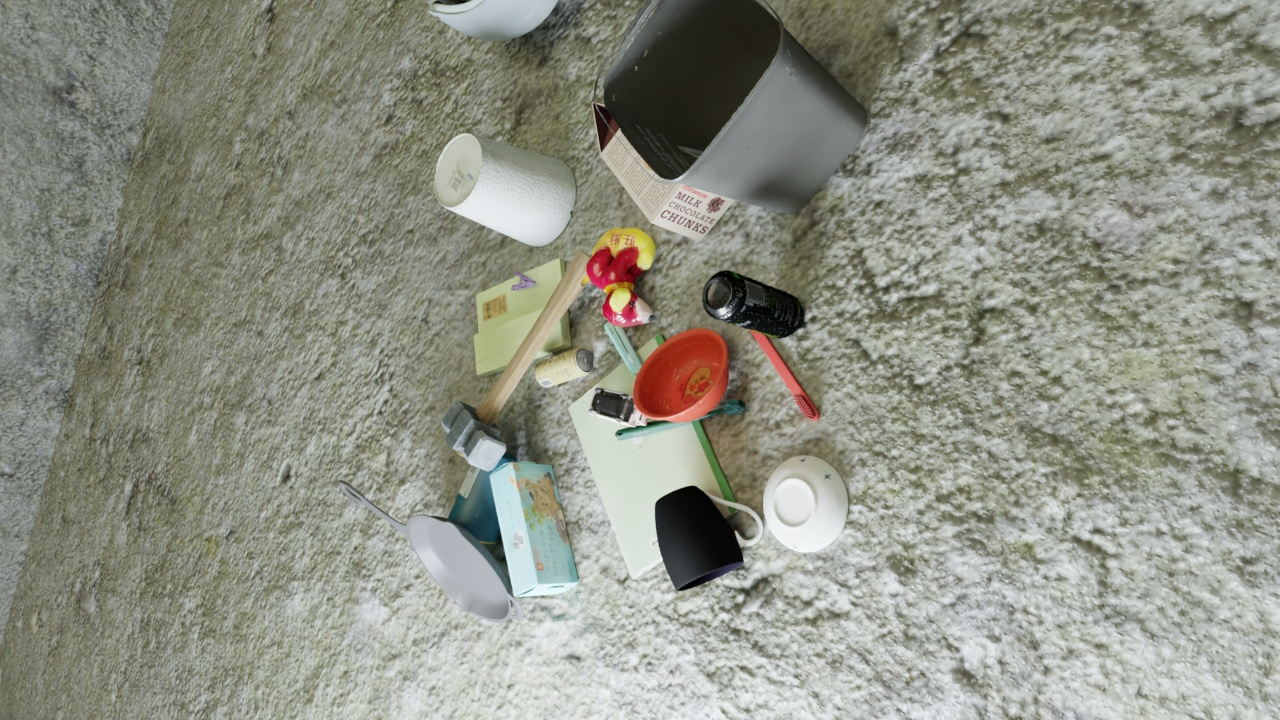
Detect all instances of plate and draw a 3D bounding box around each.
[{"bbox_3d":[0.171,0.153,0.987,0.104,0.026,0.104,-10,75,40],"label":"plate"}]

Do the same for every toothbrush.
[{"bbox_3d":[0.044,0.073,1.108,0.190,0.017,0.016,-17,70,36],"label":"toothbrush"},{"bbox_3d":[0.143,-0.015,1.048,0.012,0.017,0.212,-46,55,25],"label":"toothbrush"}]

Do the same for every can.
[{"bbox_3d":[0.124,-0.059,0.993,0.054,0.137,0.054,-10,75,40],"label":"can"},{"bbox_3d":[-0.104,0.010,1.248,0.080,0.038,0.038,-18,70,38],"label":"can"}]

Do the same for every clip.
[{"bbox_3d":[-0.170,-0.118,1.327,0.050,0.014,0.046,-27,55,37],"label":"clip"}]

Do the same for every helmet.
[{"bbox_3d":[-0.205,-0.596,1.370,0.237,0.163,0.263,-36,53,26],"label":"helmet"}]

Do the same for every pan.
[{"bbox_3d":[-0.296,0.256,1.294,0.355,0.024,0.217,28,139,22],"label":"pan"}]

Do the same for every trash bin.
[{"bbox_3d":[-0.194,-0.244,1.292,0.134,0.161,0.133,-9,76,40],"label":"trash bin"},{"bbox_3d":[0.110,-0.277,0.991,0.198,0.219,0.197,-50,54,23],"label":"trash bin"}]

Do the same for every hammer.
[{"bbox_3d":[-0.157,-0.007,1.248,0.323,0.051,0.117,-56,39,4],"label":"hammer"}]

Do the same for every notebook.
[{"bbox_3d":[0.008,0.118,1.149,0.182,0.010,0.252,-40,59,29],"label":"notebook"}]

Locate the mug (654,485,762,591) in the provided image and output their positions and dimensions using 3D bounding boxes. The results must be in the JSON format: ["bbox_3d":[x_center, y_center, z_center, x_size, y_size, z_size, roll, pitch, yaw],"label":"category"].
[{"bbox_3d":[0.074,0.189,1.032,0.119,0.085,0.100,-24,70,2],"label":"mug"}]

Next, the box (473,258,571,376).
[{"bbox_3d":[-0.176,-0.061,1.338,0.188,0.024,0.137,-16,69,38],"label":"box"}]

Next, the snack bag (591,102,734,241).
[{"bbox_3d":[0.016,-0.251,1.153,0.070,0.094,0.206,-49,54,23],"label":"snack bag"}]

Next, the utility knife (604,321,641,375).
[{"bbox_3d":[-0.007,0.007,1.161,0.022,0.016,0.177,-27,50,-3],"label":"utility knife"}]

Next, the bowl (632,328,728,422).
[{"bbox_3d":[0.056,0.027,1.081,0.131,0.045,0.130,-26,40,24],"label":"bowl"}]

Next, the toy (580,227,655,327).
[{"bbox_3d":[-0.029,-0.109,1.189,0.106,0.067,0.137,-9,73,24],"label":"toy"}]

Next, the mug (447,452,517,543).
[{"bbox_3d":[-0.221,0.188,1.298,0.078,0.078,0.121,20,91,42],"label":"mug"}]

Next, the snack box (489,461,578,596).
[{"bbox_3d":[-0.142,0.223,1.218,0.053,0.074,0.174,-33,61,33],"label":"snack box"}]

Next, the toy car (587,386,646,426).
[{"bbox_3d":[-0.027,0.060,1.158,0.113,0.039,0.039,9,79,61],"label":"toy car"}]
